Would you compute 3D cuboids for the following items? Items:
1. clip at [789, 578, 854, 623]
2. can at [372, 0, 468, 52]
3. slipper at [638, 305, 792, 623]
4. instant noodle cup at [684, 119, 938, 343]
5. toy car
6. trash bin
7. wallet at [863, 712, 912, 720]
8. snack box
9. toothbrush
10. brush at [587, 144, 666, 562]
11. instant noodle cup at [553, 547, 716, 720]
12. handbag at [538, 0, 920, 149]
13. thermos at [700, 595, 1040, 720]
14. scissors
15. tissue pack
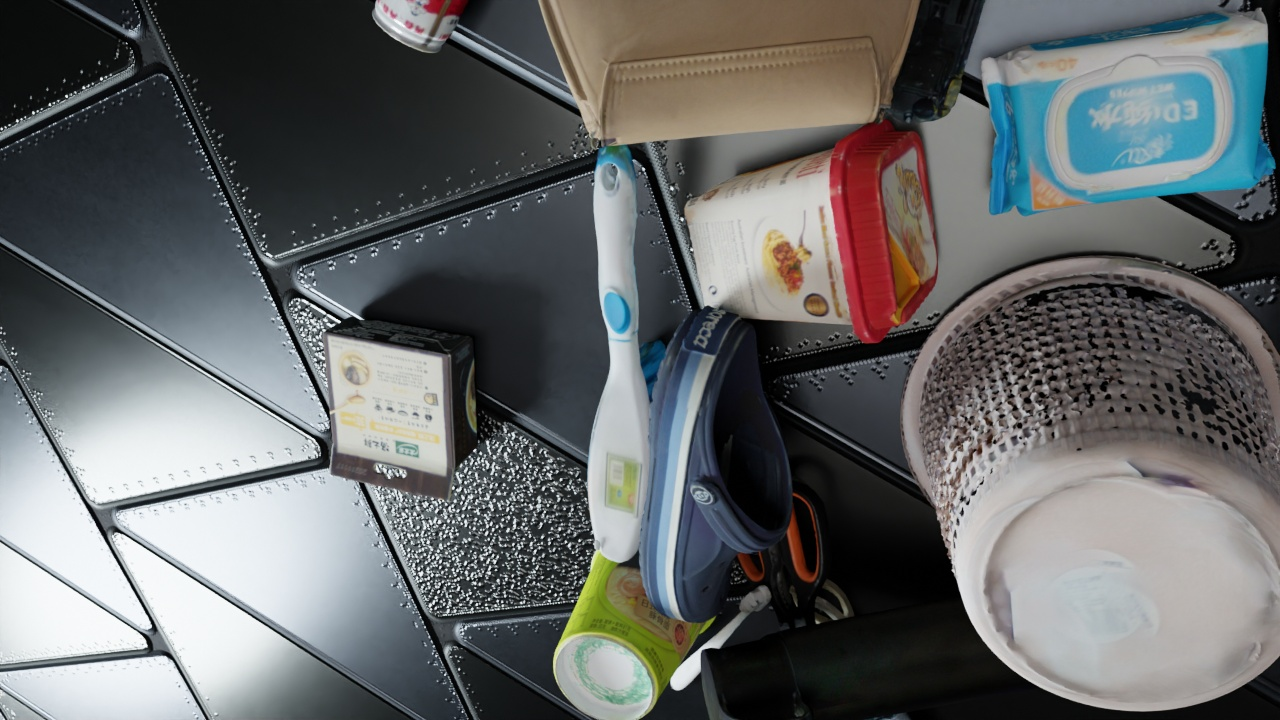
[{"bbox_3d":[0.154,0.207,0.697,0.100,0.034,0.075,39,118,-2],"label":"clip"},{"bbox_3d":[-0.122,-0.267,0.583,0.053,0.053,0.133,38,119,1],"label":"can"},{"bbox_3d":[0.058,0.076,0.604,0.095,0.104,0.253,18,132,21],"label":"slipper"},{"bbox_3d":[0.103,-0.075,0.558,0.124,0.116,0.117,-2,112,34],"label":"instant noodle cup"},{"bbox_3d":[0.168,-0.189,0.524,0.049,0.031,0.106,18,115,13],"label":"toy car"},{"bbox_3d":[0.257,0.075,0.515,0.228,0.191,0.228,8,114,17],"label":"trash bin"},{"bbox_3d":[0.179,0.326,0.717,0.121,0.019,0.097,-33,96,27],"label":"wallet"},{"bbox_3d":[-0.194,0.037,0.738,0.113,0.053,0.126,10,116,15],"label":"snack box"},{"bbox_3d":[0.057,0.224,0.723,0.016,0.016,0.181,58,142,26],"label":"toothbrush"},{"bbox_3d":[-0.004,0.004,0.625,0.060,0.109,0.315,13,113,21],"label":"brush"},{"bbox_3d":[-0.007,0.206,0.703,0.112,0.123,0.112,7,114,17],"label":"instant noodle cup"},{"bbox_3d":[0.046,-0.197,0.497,0.204,0.099,0.148,-5,106,0],"label":"handbag"},{"bbox_3d":[0.166,0.205,0.601,0.242,0.090,0.068,-9,102,-7],"label":"thermos"},{"bbox_3d":[0.108,0.198,0.679,0.139,0.021,0.235,15,108,44],"label":"scissors"},{"bbox_3d":[0.261,-0.131,0.497,0.140,0.063,0.090,-4,110,21],"label":"tissue pack"}]
